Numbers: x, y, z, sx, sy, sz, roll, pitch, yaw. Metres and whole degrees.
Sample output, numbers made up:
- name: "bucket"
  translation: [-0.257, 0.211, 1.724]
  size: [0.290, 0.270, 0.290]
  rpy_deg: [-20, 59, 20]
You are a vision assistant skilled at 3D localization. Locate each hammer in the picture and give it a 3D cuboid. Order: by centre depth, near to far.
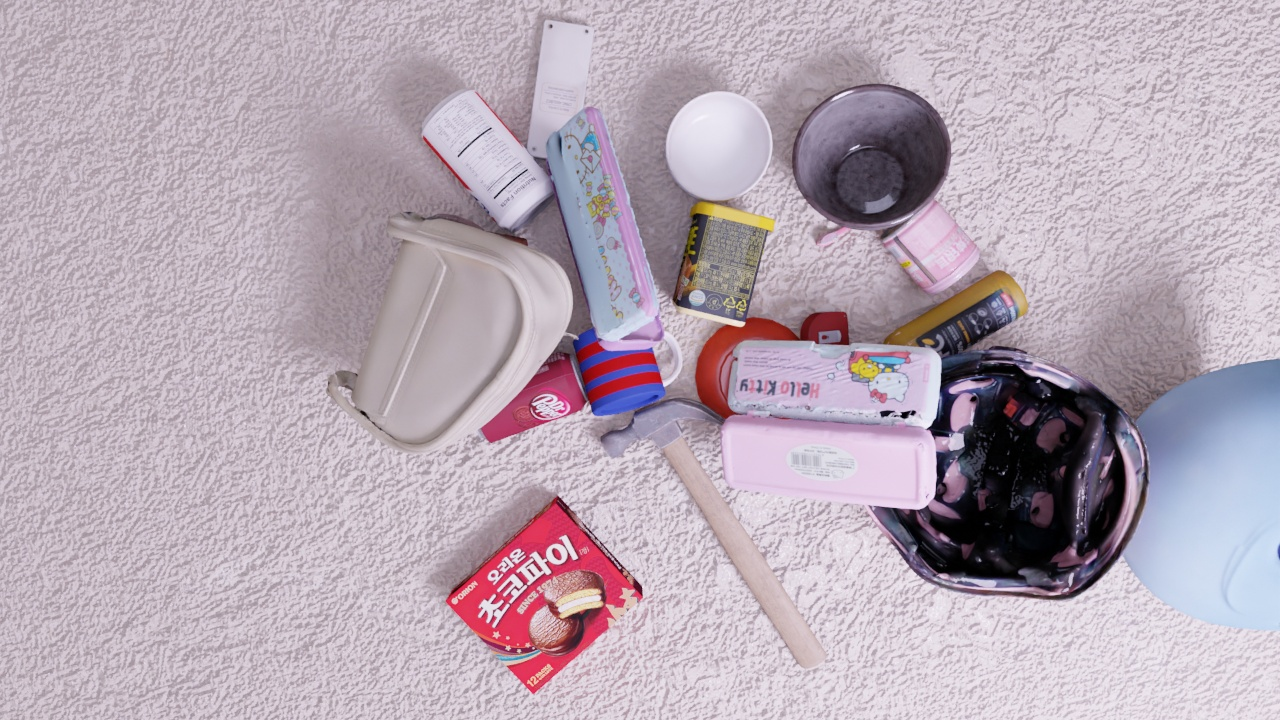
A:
- name: "hammer"
  translation: [0.095, 0.184, 0.948]
  size: [0.119, 0.030, 0.331]
  rpy_deg: [-31, 96, 14]

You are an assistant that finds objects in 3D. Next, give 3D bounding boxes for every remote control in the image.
- name: "remote control"
  translation: [-0.081, -0.270, 0.923]
  size: [0.050, 0.011, 0.136]
  rpy_deg: [9, 95, -1]

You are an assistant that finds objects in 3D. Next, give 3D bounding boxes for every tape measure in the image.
- name: "tape measure"
  translation: [0.188, -0.020, 0.932]
  size: [0.051, 0.019, 0.059]
  rpy_deg: [-6, 94, -27]

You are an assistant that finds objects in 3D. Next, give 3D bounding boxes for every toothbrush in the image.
- name: "toothbrush"
  translation: [0.240, -0.151, 0.933]
  size: [0.135, 0.016, 0.021]
  rpy_deg: [-29, 93, 2]

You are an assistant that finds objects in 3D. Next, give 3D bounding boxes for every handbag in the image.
- name: "handbag"
  translation: [-0.170, -0.023, 0.846]
  size: [0.184, 0.131, 0.229]
  rpy_deg: [33, 112, 13]

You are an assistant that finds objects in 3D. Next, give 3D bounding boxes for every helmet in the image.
- name: "helmet"
  translation: [0.537, 0.125, 0.852]
  size: [0.167, 0.225, 0.266]
  rpy_deg: [1, 120, 5]
- name: "helmet"
  translation: [0.337, 0.098, 0.884]
  size: [0.256, 0.152, 0.230]
  rpy_deg: [9, 99, 16]

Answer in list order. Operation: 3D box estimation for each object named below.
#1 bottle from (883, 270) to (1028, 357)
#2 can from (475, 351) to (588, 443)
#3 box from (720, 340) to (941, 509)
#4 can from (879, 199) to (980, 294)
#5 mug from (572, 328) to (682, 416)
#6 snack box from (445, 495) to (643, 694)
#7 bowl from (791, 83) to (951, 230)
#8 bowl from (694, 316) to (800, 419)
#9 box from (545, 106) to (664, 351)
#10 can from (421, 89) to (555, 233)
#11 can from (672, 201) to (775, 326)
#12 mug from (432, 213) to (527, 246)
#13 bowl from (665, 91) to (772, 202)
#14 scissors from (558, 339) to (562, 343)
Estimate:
- name: "bottle"
  translation: [0.295, -0.023, 0.925]
  size: [0.186, 0.053, 0.053]
  rpy_deg: [-31, 94, 2]
- name: "can"
  translation: [-0.114, 0.036, 0.922]
  size: [0.114, 0.063, 0.063]
  rpy_deg: [-20, 94, 1]
- name: "box"
  translation: [0.172, 0.058, 0.855]
  size: [0.202, 0.058, 0.155]
  rpy_deg: [2, 94, 27]
- name: "can"
  translation: [0.287, -0.113, 0.911]
  size: [0.067, 0.067, 0.076]
  rpy_deg: [-42, 93, 3]
- name: "mug"
  translation: [-0.006, 0.005, 0.915]
  size: [0.111, 0.075, 0.076]
  rpy_deg: [-9, 76, -31]
- name: "snack box"
  translation: [-0.098, 0.242, 0.952]
  size: [0.152, 0.036, 0.132]
  rpy_deg: [-42, 94, 3]
- name: "bowl"
  translation: [0.223, -0.187, 0.893]
  size: [0.145, 0.067, 0.144]
  rpy_deg: [-3, 78, 13]
- name: "bowl"
  translation: [0.118, 0.017, 0.936]
  size: [0.122, 0.035, 0.122]
  rpy_deg: [0, 95, -1]
- name: "box"
  translation: [-0.019, -0.123, 0.852]
  size: [0.089, 0.093, 0.214]
  rpy_deg: [-3, 70, -42]
- name: "can"
  translation: [-0.148, -0.195, 0.899]
  size: [0.070, 0.070, 0.132]
  rpy_deg: [-41, 94, 2]
- name: "can"
  translation: [0.075, -0.092, 0.881]
  size: [0.072, 0.130, 0.101]
  rpy_deg: [13, 97, -2]
- name: "mug"
  translation: [-0.167, -0.095, 0.885]
  size: [0.110, 0.123, 0.096]
  rpy_deg: [6, 58, -6]
- name: "bowl"
  translation: [0.076, -0.209, 0.909]
  size: [0.105, 0.054, 0.105]
  rpy_deg: [0, 95, 1]
- name: "scissors"
  translation: [-0.159, -0.013, 0.930]
  size: [0.150, 0.019, 0.120]
  rpy_deg: [22, 69, 13]
